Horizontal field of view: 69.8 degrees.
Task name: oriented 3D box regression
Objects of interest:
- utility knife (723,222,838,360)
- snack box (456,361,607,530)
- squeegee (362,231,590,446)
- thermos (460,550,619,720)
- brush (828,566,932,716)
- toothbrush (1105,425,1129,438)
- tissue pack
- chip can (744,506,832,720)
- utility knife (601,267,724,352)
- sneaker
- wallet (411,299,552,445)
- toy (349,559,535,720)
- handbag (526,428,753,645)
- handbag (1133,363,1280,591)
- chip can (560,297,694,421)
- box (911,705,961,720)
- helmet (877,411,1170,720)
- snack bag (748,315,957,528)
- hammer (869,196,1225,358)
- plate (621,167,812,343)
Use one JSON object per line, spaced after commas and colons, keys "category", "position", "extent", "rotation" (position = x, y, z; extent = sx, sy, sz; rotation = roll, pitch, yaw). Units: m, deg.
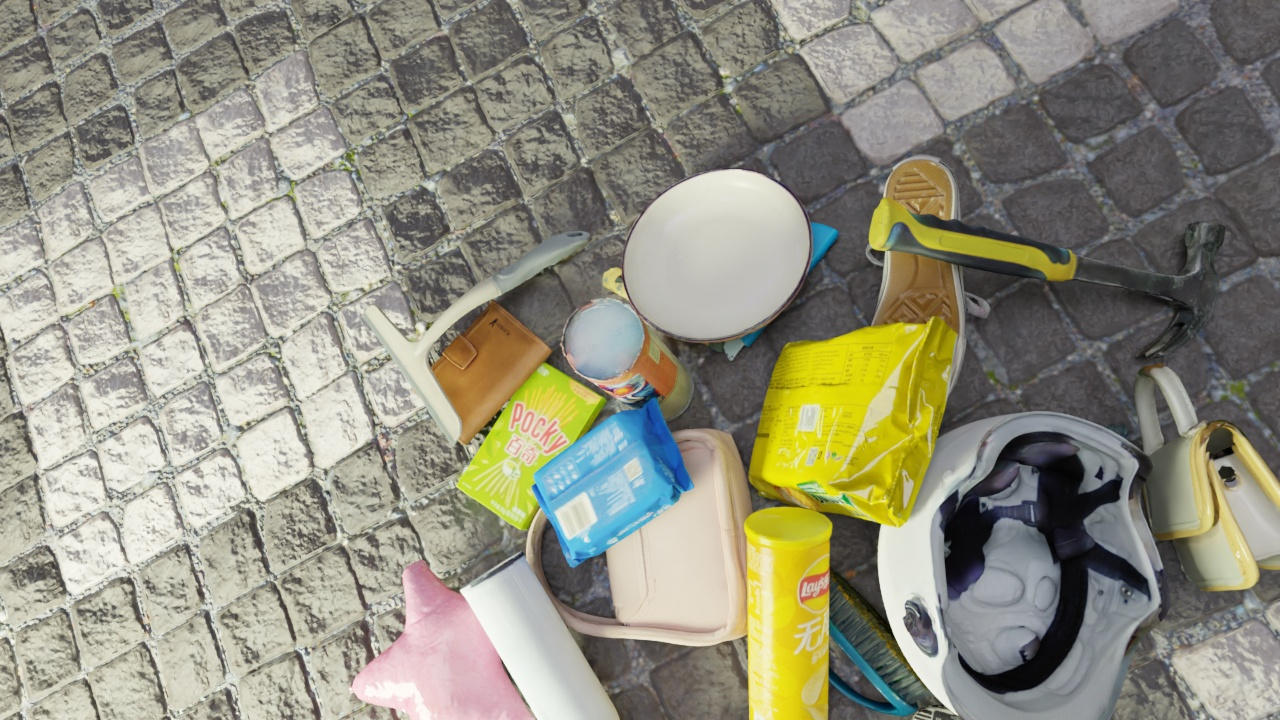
{"category": "utility knife", "position": [0.135, -0.069, 0.911], "extent": [0.034, 0.018, 0.166], "rotation": [37, 89, 18]}
{"category": "snack box", "position": [-0.110, 0.084, 0.933], "extent": [0.086, 0.026, 0.156], "rotation": [31, 86, 18]}
{"category": "squeegee", "position": [-0.154, -0.068, 0.949], "extent": [0.246, 0.039, 0.246], "rotation": [-38, 49, -8]}
{"category": "thermos", "position": [-0.081, 0.289, 0.841], "extent": [0.073, 0.073, 0.224], "rotation": [-32, 86, 5]}
{"category": "brush", "position": [0.187, 0.252, 0.808], "extent": [0.073, 0.055, 0.144], "rotation": [-45, 72, 12]}
{"category": "toothbrush", "position": [0.340, 0.083, 0.826], "extent": [0.192, 0.018, 0.016], "rotation": [-14, 75, 10]}
{"category": "tissue pack", "position": [-0.025, 0.110, 0.820], "extent": [0.157, 0.052, 0.095], "rotation": [-37, 66, 23]}
{"category": "chip can", "position": [0.125, 0.235, 0.774], "extent": [0.072, 0.072, 0.213], "rotation": [1, 103, 14]}
{"category": "utility knife", "position": [0.024, -0.054, 0.939], "extent": [0.152, 0.018, 0.031], "rotation": [29, 80, 22]}
{"category": "sneaker", "position": [0.259, -0.066, 0.846], "extent": [0.118, 0.087, 0.241], "rotation": [4, 100, 27]}
{"category": "wallet", "position": [-0.169, 0.008, 0.952], "extent": [0.130, 0.035, 0.119], "rotation": [-49, 55, -5]}
{"category": "toy", "position": [-0.194, 0.287, 0.881], "extent": [0.178, 0.075, 0.194], "rotation": [-11, 71, -2]}
{"category": "handbag", "position": [-0.006, 0.174, 0.868], "extent": [0.235, 0.093, 0.193], "rotation": [-13, 75, 19]}
{"category": "handbag", "position": [0.434, 0.092, 0.725], "extent": [0.063, 0.163, 0.178], "rotation": [-26, 71, 8]}
{"category": "chip can", "position": [-0.005, 0.005, 0.825], "extent": [0.071, 0.214, 0.071], "rotation": [-3, 77, 13]}
{"category": "box", "position": [0.248, 0.374, 0.761], "extent": [0.074, 0.064, 0.164], "rotation": [7, 79, 0]}
{"category": "helmet", "position": [0.284, 0.167, 0.741], "extent": [0.228, 0.146, 0.258], "rotation": [-6, 94, -21]}
{"category": "snack bag", "position": [0.166, 0.050, 0.772], "extent": [0.068, 0.247, 0.158], "rotation": [18, 81, -13]}
{"category": "hammer", "position": [0.349, -0.081, 0.784], "extent": [0.323, 0.032, 0.126], "rotation": [9, 89, -11]}
{"category": "plate", "position": [0.077, -0.100, 0.910], "extent": [0.193, 0.039, 0.192], "rotation": [-8, 65, 17]}
